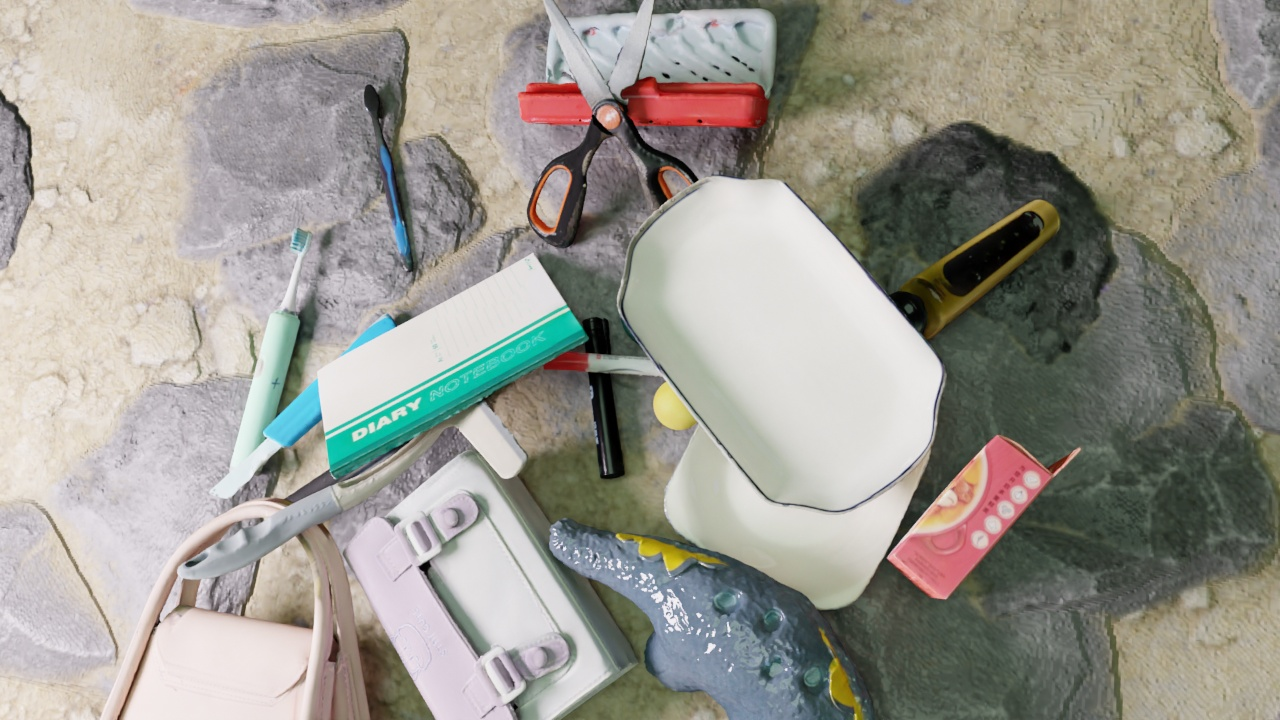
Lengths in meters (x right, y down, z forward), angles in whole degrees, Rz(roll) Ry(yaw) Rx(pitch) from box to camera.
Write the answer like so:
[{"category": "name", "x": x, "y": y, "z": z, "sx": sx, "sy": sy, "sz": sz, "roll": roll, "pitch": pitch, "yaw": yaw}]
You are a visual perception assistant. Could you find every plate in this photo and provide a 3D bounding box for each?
[{"category": "plate", "x": 0.099, "y": -0.015, "z": 0.671, "sx": 0.162, "sy": 0.034, "sz": 0.265, "roll": -40, "pitch": 74, "yaw": 4}, {"category": "plate", "x": 0.116, "y": 0.086, "z": 0.685, "sx": 0.164, "sy": 0.034, "sz": 0.164, "roll": 27, "pitch": 84, "yaw": 17}]

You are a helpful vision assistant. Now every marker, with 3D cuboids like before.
[{"category": "marker", "x": -0.029, "y": 0.029, "z": 0.738, "sx": 0.022, "sy": 0.020, "sz": 0.132, "roll": -11, "pitch": 74, "yaw": 11}, {"category": "marker", "x": -0.004, "y": 0.004, "z": 0.726, "sx": 0.145, "sy": 0.017, "sz": 0.017, "roll": 4, "pitch": 78, "yaw": 1}]

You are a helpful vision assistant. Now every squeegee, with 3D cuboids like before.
[{"category": "squeegee", "x": -0.222, "y": 0.095, "z": 0.682, "sx": 0.246, "sy": 0.039, "sz": 0.246, "roll": -34, "pitch": 36, "yaw": -12}]

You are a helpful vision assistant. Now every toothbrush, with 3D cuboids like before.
[{"category": "toothbrush", "x": -0.214, "y": 0.075, "z": 0.766, "sx": 0.212, "sy": 0.026, "sz": 0.027, "roll": -33, "pitch": 107, "yaw": 2}, {"category": "toothbrush", "x": -0.227, "y": -0.166, "z": 0.832, "sx": 0.014, "sy": 0.016, "sz": 0.189, "roll": -15, "pitch": 77, "yaw": -1}, {"category": "toothbrush", "x": -0.320, "y": -0.009, "z": 0.806, "sx": 0.026, "sy": 0.027, "sz": 0.224, "roll": 1, "pitch": 76, "yaw": 42}]

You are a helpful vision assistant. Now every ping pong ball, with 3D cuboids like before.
[{"category": "ping pong ball", "x": 0.030, "y": 0.034, "z": 0.713, "sx": 0.040, "sy": 0.040, "sz": 0.040, "roll": -3, "pitch": 77, "yaw": 12}]

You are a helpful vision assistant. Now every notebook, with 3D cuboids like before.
[{"category": "notebook", "x": -0.154, "y": -0.002, "z": 0.719, "sx": 0.209, "sy": 0.012, "sz": 0.150, "roll": -29, "pitch": 36, "yaw": -5}]

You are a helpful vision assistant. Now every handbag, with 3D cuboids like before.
[{"category": "handbag", "x": -0.298, "y": 0.222, "z": 0.698, "sx": 0.193, "sy": 0.093, "sz": 0.234, "roll": 4, "pitch": 85, "yaw": 18}, {"category": "handbag", "x": -0.118, "y": 0.185, "z": 0.686, "sx": 0.145, "sy": 0.098, "sz": 0.197, "roll": -39, "pitch": 72, "yaw": 7}]

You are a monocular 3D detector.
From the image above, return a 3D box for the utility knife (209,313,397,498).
[{"category": "utility knife", "x": -0.282, "y": 0.042, "z": 0.779, "sx": 0.209, "sy": 0.018, "sz": 0.034, "roll": -44, "pitch": 76, "yaw": -8}]

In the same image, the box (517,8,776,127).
[{"category": "box", "x": 0.007, "y": -0.243, "z": 0.754, "sx": 0.201, "sy": 0.112, "sz": 0.100, "roll": 4, "pitch": 103, "yaw": 14}]

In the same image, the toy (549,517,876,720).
[{"category": "toy", "x": 0.081, "y": 0.227, "z": 0.624, "sx": 0.138, "sy": 0.091, "sz": 0.356, "roll": -40, "pitch": 80, "yaw": 16}]

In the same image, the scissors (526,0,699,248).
[{"category": "scissors", "x": -0.025, "y": -0.169, "z": 0.717, "sx": 0.221, "sy": 0.021, "sz": 0.231, "roll": 42, "pitch": 124, "yaw": -15}]

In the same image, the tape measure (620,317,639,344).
[{"category": "tape measure", "x": 0.012, "y": -0.037, "z": 0.741, "sx": 0.054, "sy": 0.025, "sz": 0.058, "roll": -37, "pitch": 72, "yaw": 1}]

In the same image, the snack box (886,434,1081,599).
[{"category": "snack box", "x": 0.224, "y": 0.100, "z": 0.617, "sx": 0.044, "sy": 0.113, "sz": 0.127, "roll": 42, "pitch": 88, "yaw": 19}]

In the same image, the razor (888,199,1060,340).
[{"category": "razor", "x": 0.239, "y": -0.062, "z": 0.680, "sx": 0.167, "sy": 0.067, "sz": 0.062, "roll": -36, "pitch": 72, "yaw": -4}]
